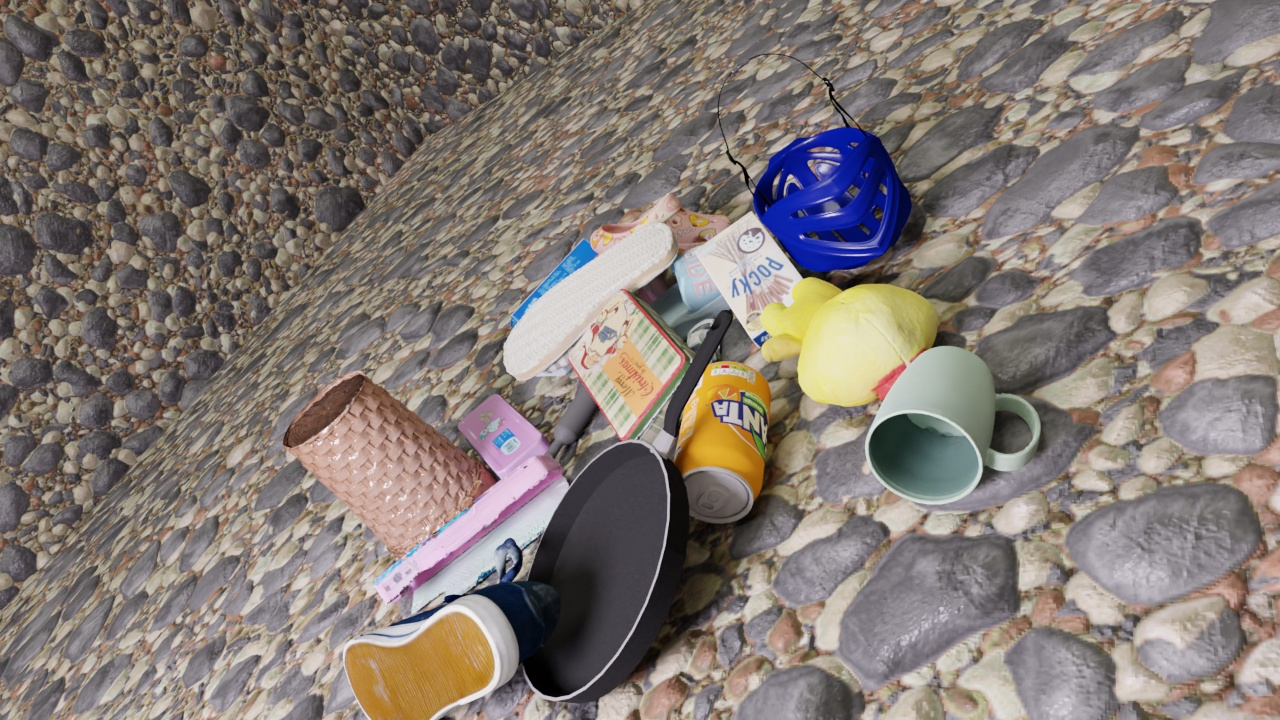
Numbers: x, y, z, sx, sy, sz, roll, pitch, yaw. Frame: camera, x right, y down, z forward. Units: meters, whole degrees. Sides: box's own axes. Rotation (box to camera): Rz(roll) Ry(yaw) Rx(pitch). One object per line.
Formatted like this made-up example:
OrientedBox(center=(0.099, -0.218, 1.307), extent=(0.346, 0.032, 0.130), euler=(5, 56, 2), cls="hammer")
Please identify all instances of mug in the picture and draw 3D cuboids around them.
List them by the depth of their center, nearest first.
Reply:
OrientedBox(center=(0.235, 0.045, 0.676), extent=(0.111, 0.084, 0.103), euler=(13, 39, 25), cls="mug")

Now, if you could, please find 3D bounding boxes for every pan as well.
OrientedBox(center=(-0.002, 0.119, 0.778), extent=(0.356, 0.034, 0.225), euler=(-61, 25, 3), cls="pan")

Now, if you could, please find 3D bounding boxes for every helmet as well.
OrientedBox(center=(0.177, -0.209, 0.968), extent=(0.148, 0.228, 0.241), euler=(-36, 30, 9), cls="helmet")

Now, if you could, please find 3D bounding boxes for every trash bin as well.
OrientedBox(center=(-0.292, 0.122, 1.081), extent=(0.151, 0.210, 0.151), euler=(-30, 28, 18), cls="trash bin")

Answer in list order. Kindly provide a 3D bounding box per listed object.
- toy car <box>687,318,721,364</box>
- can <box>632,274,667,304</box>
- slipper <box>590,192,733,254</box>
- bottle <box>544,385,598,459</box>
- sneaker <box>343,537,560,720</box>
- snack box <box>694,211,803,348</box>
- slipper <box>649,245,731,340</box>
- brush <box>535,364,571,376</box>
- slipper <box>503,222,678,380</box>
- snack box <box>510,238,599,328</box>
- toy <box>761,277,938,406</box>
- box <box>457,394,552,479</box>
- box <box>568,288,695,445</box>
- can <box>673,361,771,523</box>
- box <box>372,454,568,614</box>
OrientedBox(center=(0.070, -0.020, 1.039), extent=(0.039, 0.027, 0.089), euler=(-30, 28, 23), cls="toy car")
OrientedBox(center=(-0.010, -0.087, 1.202), extent=(0.076, 0.067, 0.067), euler=(-30, 28, 21), cls="can")
OrientedBox(center=(0.031, -0.175, 1.190), extent=(0.197, 0.082, 0.093), euler=(-1, 22, 6), cls="slipper")
OrientedBox(center=(-0.081, 0.074, 1.083), extent=(0.030, 0.030, 0.112), euler=(-7, 41, 48), cls="bottle")
OrientedBox(center=(-0.171, 0.256, 0.843), extent=(0.296, 0.120, 0.127), euler=(-33, -9, 40), cls="sneaker")
OrientedBox(center=(0.127, -0.091, 1.011), extent=(0.082, 0.026, 0.150), euler=(-36, 52, 9), cls="snack box")
OrientedBox(center=(0.052, -0.083, 1.109), extent=(0.246, 0.074, 0.104), euler=(-37, 27, 9), cls="slipper")
OrientedBox(center=(-0.123, -0.011, 1.244), extent=(0.136, 0.055, 0.075), euler=(-3, 39, 52), cls="brush")
OrientedBox(center=(-0.060, -0.070, 1.142), extent=(0.273, 0.054, 0.114), euler=(-39, 45, 14), cls="slipper")
OrientedBox(center=(-0.122, -0.101, 1.301), extent=(0.151, 0.034, 0.087), euler=(-49, 2, -11), cls="snack box")
OrientedBox(center=(0.184, -0.027, 0.830), extent=(0.133, 0.092, 0.208), euler=(-39, 24, -6), cls="toy")
OrientedBox(center=(-0.172, 0.100, 1.161), extent=(0.076, 0.036, 0.214), euler=(-41, 26, -11), cls="box")
OrientedBox(center=(-0.006, 0.006, 1.013), extent=(0.118, 0.050, 0.205), euler=(-55, 33, 12), cls="box")
OrientedBox(center=(0.074, 0.071, 0.830), extent=(0.079, 0.079, 0.142), euler=(-24, 30, 29), cls="can")
OrientedBox(center=(-0.171, 0.199, 0.998), extent=(0.230, 0.077, 0.084), euler=(-38, -11, 4), cls="box")
